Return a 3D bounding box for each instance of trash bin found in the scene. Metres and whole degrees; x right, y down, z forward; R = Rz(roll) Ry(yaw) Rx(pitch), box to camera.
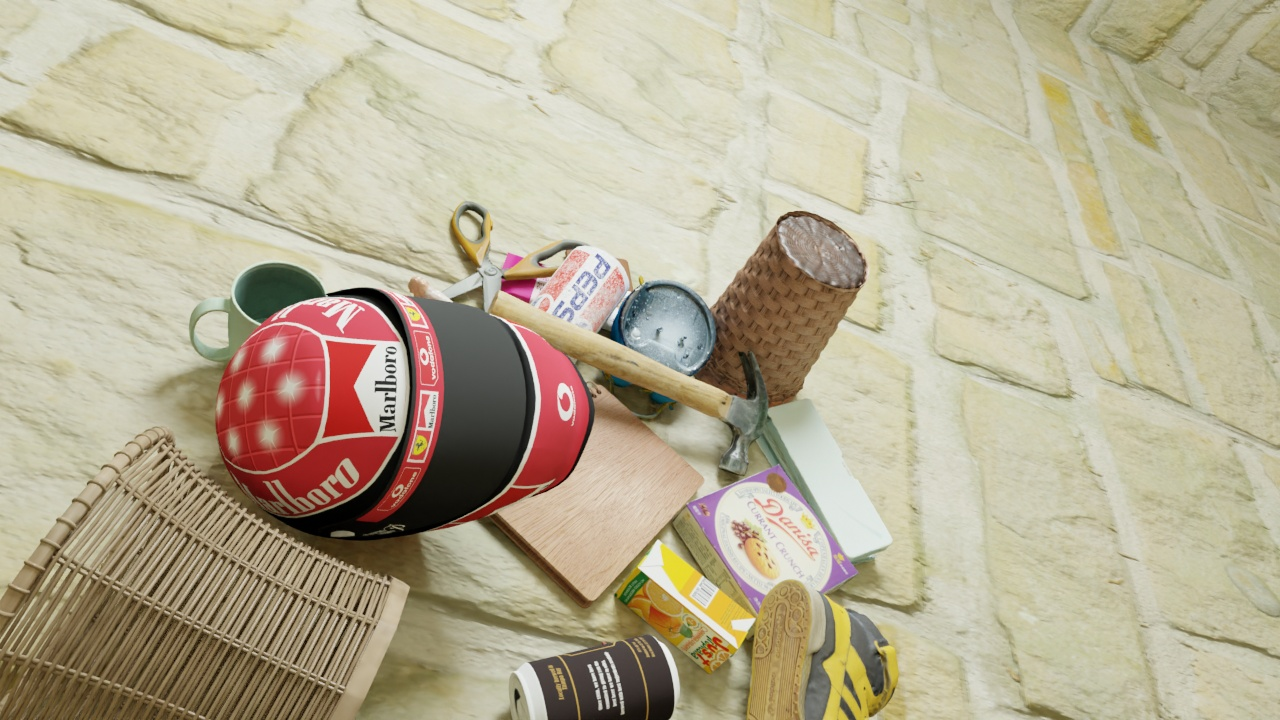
[{"bbox_3d":[0.166,-0.055,1.074,0.151,0.211,0.151,16,46,-17],"label":"trash bin"}]

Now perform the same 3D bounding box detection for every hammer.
[{"bbox_3d":[-0.006,0.006,0.972,0.330,0.033,0.132,24,81,-20],"label":"hammer"}]

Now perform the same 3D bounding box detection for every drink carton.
[{"bbox_3d":[0.043,0.232,0.855,0.122,0.058,0.041,38,43,6],"label":"drink carton"}]

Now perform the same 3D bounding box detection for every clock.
[{"bbox_3d":[0.015,-0.013,1.036,0.116,0.060,0.161,26,72,-15],"label":"clock"}]

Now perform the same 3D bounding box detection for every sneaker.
[{"bbox_3d":[0.166,0.327,0.822,0.122,0.086,0.238,25,58,-32],"label":"sneaker"}]

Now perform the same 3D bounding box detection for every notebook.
[{"bbox_3d":[-0.052,0.124,0.927,0.169,0.022,0.209,42,44,9],"label":"notebook"}]

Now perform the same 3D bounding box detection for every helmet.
[{"bbox_3d":[-0.209,0.042,0.734,0.224,0.272,0.197,19,65,-57],"label":"helmet"}]

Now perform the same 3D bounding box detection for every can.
[{"bbox_3d":[-0.076,-0.057,1.014,0.078,0.078,0.135,33,62,1],"label":"can"},{"bbox_3d":[-0.037,0.273,0.753,0.128,0.072,0.071,-6,54,-24],"label":"can"}]

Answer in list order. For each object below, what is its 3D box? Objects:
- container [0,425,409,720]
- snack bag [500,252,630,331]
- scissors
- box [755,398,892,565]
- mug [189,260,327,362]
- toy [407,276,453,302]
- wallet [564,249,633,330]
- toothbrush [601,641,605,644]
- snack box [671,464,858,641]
[{"bbox_3d":[-0.287,0.189,0.602,0.196,0.228,0.226,30,43,-12],"label":"container"},{"bbox_3d":[-0.070,-0.074,1.081,0.196,0.016,0.070,18,52,-6],"label":"snack bag"},{"bbox_3d":[-0.170,-0.117,1.064,0.224,0.016,0.226,-26,58,-30],"label":"scissors"},{"bbox_3d":[0.204,0.137,1.038,0.085,0.071,0.198,8,46,-50],"label":"box"},{"bbox_3d":[-0.349,-0.027,0.835,0.111,0.104,0.084,2,51,-29],"label":"mug"},{"bbox_3d":[-0.201,-0.029,0.946,0.106,0.085,0.074,21,10,-40],"label":"toy"},{"bbox_3d":[-0.046,-0.085,1.124,0.087,0.013,0.120,8,50,-23],"label":"wallet"},{"bbox_3d":[0.010,0.324,0.787,0.015,0.015,0.184,-15,59,-34],"label":"toothbrush"},{"bbox_3d":[0.129,0.194,0.950,0.147,0.041,0.143,-16,61,-38],"label":"snack box"}]
